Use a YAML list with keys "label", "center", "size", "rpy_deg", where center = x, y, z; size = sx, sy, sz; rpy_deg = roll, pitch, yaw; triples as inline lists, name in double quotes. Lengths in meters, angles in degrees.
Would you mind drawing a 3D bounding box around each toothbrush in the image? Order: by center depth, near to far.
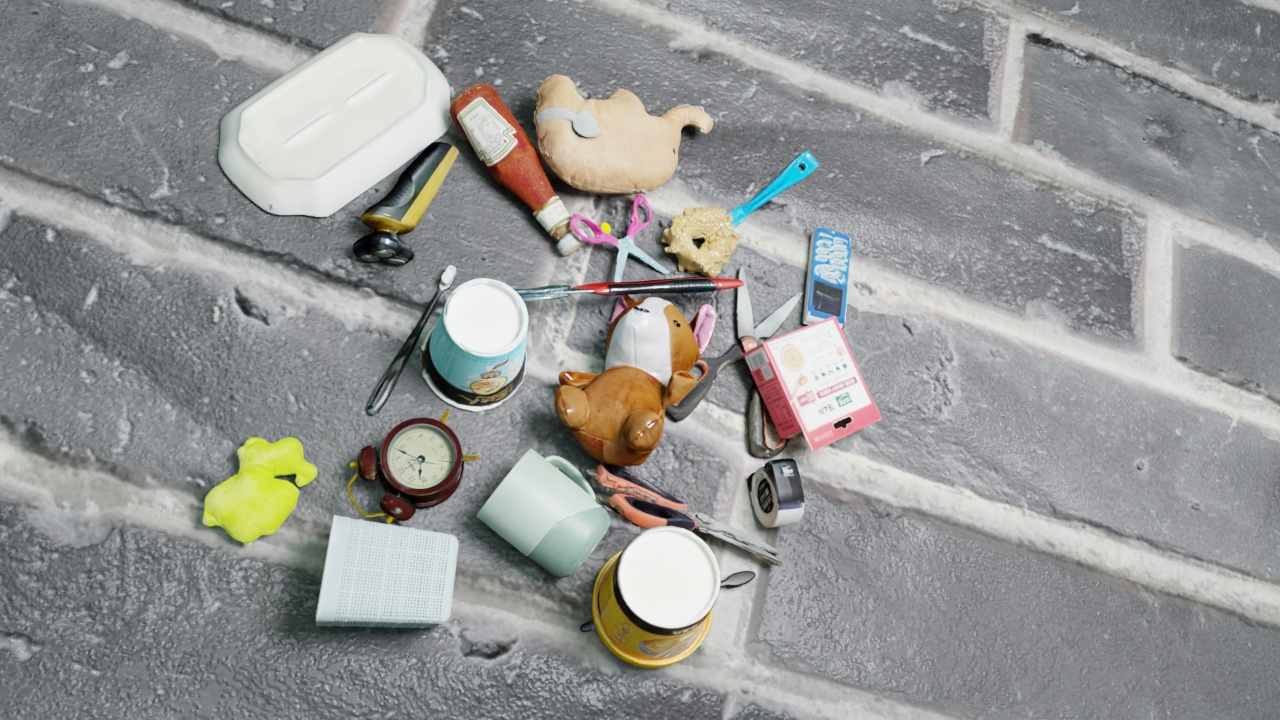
- label: "toothbrush"
  center: [0.029, 0.241, 0.918]
  size: [0.188, 0.017, 0.014]
  rpy_deg: [-13, 65, -16]
- label: "toothbrush"
  center: [-0.232, -0.023, 0.937]
  size: [0.015, 0.018, 0.180]
  rpy_deg: [27, 67, -8]

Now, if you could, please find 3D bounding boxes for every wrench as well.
- label: "wrench"
  center: [-0.021, -0.076, 0.966]
  size: [0.273, 0.056, 0.016]
  rpy_deg: [-4, 102, -13]

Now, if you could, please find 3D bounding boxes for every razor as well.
- label: "razor"
  center: [-0.241, -0.168, 0.971]
  size: [0.067, 0.062, 0.167]
  rpy_deg: [44, 55, -30]

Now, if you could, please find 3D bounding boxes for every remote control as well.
- label: "remote control"
  center: [0.220, -0.096, 1.082]
  size: [0.049, 0.024, 0.124]
  rpy_deg: [14, 67, -10]

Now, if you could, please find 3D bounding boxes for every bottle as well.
- label: "bottle"
  center: [-0.130, -0.207, 1.008]
  size: [0.059, 0.060, 0.206]
  rpy_deg: [-36, 89, -24]

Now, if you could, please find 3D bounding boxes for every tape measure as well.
- label: "tape measure"
  center: [0.142, 0.140, 0.954]
  size: [0.033, 0.066, 0.066]
  rpy_deg: [-4, 71, -19]

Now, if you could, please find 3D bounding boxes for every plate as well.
- label: "plate"
  center: [-0.324, -0.265, 0.986]
  size: [0.162, 0.034, 0.265]
  rpy_deg: [45, 66, 3]

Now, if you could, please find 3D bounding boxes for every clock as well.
- label: "clock"
  center: [-0.219, 0.103, 0.872]
  size: [0.121, 0.055, 0.082]
  rpy_deg: [-32, 82, -21]

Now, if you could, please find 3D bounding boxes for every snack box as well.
- label: "snack box"
  center: [0.189, 0.028, 1.005]
  size: [0.113, 0.044, 0.127]
  rpy_deg: [-19, 82, -32]

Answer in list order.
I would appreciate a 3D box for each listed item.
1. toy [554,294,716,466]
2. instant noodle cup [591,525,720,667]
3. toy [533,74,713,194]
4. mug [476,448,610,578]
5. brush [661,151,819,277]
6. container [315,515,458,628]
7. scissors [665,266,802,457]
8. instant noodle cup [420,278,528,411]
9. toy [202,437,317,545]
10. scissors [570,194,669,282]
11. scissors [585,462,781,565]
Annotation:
- label: "toy"
  center: [-0.006, 0.005, 0.934]
  size: [0.140, 0.131, 0.199]
  rpy_deg: [18, 51, 18]
- label: "instant noodle cup"
  center: [0.018, 0.215, 0.855]
  size: [0.118, 0.115, 0.118]
  rpy_deg: [3, 61, -6]
- label: "toy"
  center: [-0.015, -0.251, 1.041]
  size: [0.225, 0.083, 0.143]
  rpy_deg: [-1, 77, -32]
- label: "mug"
  center: [-0.084, 0.142, 0.888]
  size: [0.106, 0.082, 0.111]
  rpy_deg: [37, 37, 0]
- label: "brush"
  center: [0.125, -0.180, 1.082]
  size: [0.254, 0.046, 0.083]
  rpy_deg: [-38, 86, -28]
- label: "container"
  center: [-0.226, 0.194, 0.821]
  size: [0.111, 0.090, 0.090]
  rpy_deg: [9, 69, -15]
- label: "scissors"
  center: [0.110, 0.003, 1.018]
  size: [0.227, 0.022, 0.220]
  rpy_deg: [-15, 76, -19]
- label: "instant noodle cup"
  center: [-0.158, -0.020, 0.897]
  size: [0.111, 0.121, 0.111]
  rpy_deg: [5, 70, -14]
- label: "toy"
  center: [-0.349, 0.119, 0.844]
  size: [0.096, 0.031, 0.100]
  rpy_deg: [1, 70, -17]
- label: "scissors"
  center: [-0.019, -0.134, 1.019]
  size: [0.133, 0.017, 0.134]
  rpy_deg: [30, 58, -24]
- label: "scissors"
  center: [0.048, 0.163, 0.918]
  size: [0.205, 0.198, 0.015]
  rpy_deg: [36, 106, 24]
